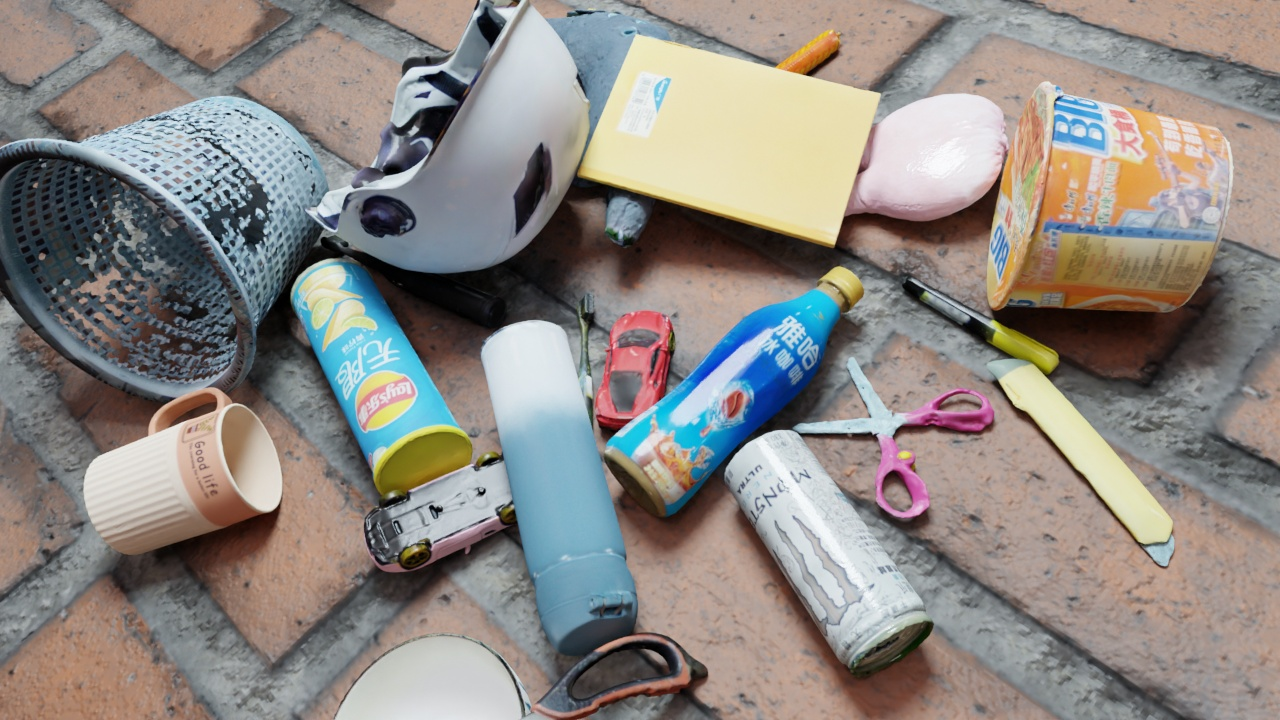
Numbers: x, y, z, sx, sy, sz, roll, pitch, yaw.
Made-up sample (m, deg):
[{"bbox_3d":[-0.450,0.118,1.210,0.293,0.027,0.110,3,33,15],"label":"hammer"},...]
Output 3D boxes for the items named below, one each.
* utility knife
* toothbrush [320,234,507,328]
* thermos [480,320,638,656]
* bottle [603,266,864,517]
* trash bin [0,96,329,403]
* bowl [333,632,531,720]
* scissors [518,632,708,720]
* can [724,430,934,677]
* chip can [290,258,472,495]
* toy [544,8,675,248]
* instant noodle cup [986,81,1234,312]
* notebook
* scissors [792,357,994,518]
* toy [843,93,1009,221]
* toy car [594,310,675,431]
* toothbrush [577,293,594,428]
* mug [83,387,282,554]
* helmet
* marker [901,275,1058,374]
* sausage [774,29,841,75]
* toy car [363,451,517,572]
[{"bbox_3d":[0.277,0.056,0.576,0.031,0.018,0.162,-28,52,-1],"label":"utility knife"},{"bbox_3d":[-0.201,-0.074,0.787,0.213,0.026,0.027,23,41,28],"label":"toothbrush"},{"bbox_3d":[-0.056,0.079,0.602,0.070,0.070,0.220,-18,60,1],"label":"thermos"},{"bbox_3d":[0.072,0.014,0.630,0.218,0.065,0.065,-41,56,-17],"label":"bottle"},{"bbox_3d":[-0.364,-0.110,0.745,0.227,0.227,0.194,3,37,16],"label":"trash bin"},{"bbox_3d":[-0.112,0.224,0.526,0.116,0.066,0.116,-7,53,9],"label":"bowl"},{"bbox_3d":[-0.044,0.209,0.476,0.193,0.015,0.205,33,41,-1],"label":"scissors"},{"bbox_3d":[0.109,0.112,0.553,0.058,0.058,0.146,-28,53,-6],"label":"can"},{"bbox_3d":[-0.203,0.009,0.699,0.071,0.071,0.210,-32,54,-10],"label":"chip can"},{"bbox_3d":[-0.022,-0.234,0.816,0.138,0.091,0.355,-26,50,9],"label":"toy"},{"bbox_3d":[0.304,-0.099,0.605,0.111,0.151,0.151,10,58,11],"label":"instant noodle cup"},{"bbox_3d":[0.071,-0.177,0.719,0.206,0.010,0.145,17,70,9],"label":"notebook"},{"bbox_3d":[0.172,0.044,0.614,0.136,0.017,0.133,-20,49,3],"label":"scissors"},{"bbox_3d":[0.205,-0.158,0.724,0.160,0.054,0.121,-6,53,24],"label":"toy"},{"bbox_3d":[-0.004,0.004,0.678,0.049,0.031,0.106,2,54,14],"label":"toy car"},{"bbox_3d":[-0.040,0.025,0.680,0.012,0.017,0.185,14,51,-21],"label":"toothbrush"},{"bbox_3d":[-0.335,0.076,0.677,0.106,0.082,0.114,-20,59,2],"label":"mug"},{"bbox_3d":[-0.130,-0.161,0.732,0.259,0.146,0.228,-15,46,46],"label":"helmet"},{"bbox_3d":[0.236,-0.028,0.646,0.015,0.018,0.124,-40,55,-17],"label":"marker"},{"bbox_3d":[0.124,-0.254,0.833,0.165,0.021,0.021,-38,55,-13],"label":"sausage"},{"bbox_3d":[-0.130,0.106,0.635,0.122,0.037,0.056,-22,58,-17],"label":"toy car"}]
